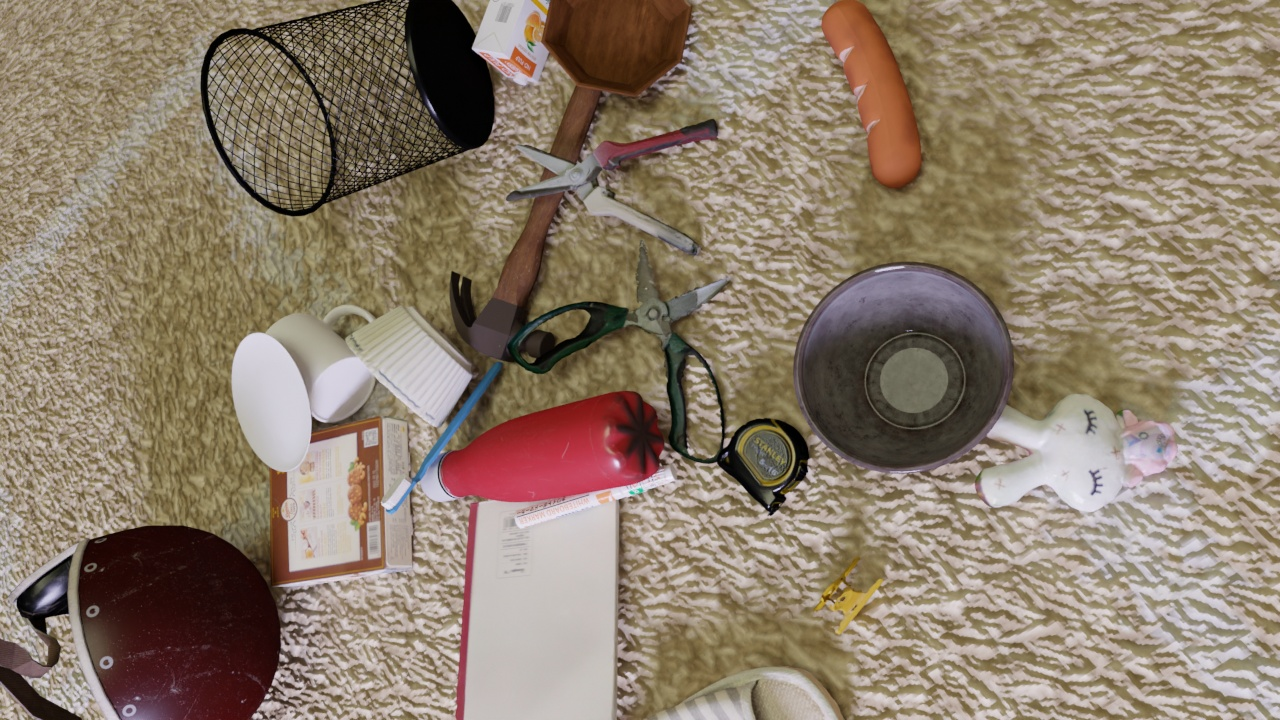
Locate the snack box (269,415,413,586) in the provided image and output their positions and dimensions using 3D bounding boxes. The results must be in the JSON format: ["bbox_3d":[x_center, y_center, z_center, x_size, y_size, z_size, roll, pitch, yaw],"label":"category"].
[{"bbox_3d":[-0.288,0.136,0.876,0.147,0.041,0.143,-13,74,24],"label":"snack box"}]

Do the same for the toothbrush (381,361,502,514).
[{"bbox_3d":[-0.173,0.063,0.809,0.016,0.014,0.166,-4,47,54],"label":"toothbrush"}]

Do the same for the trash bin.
[{"bbox_3d":[-0.266,-0.250,0.875,0.210,0.184,0.184,-9,75,19],"label":"trash bin"}]

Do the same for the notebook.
[{"bbox_3d":[-0.086,0.209,0.755,0.153,0.012,0.208,-12,63,25],"label":"notebook"}]

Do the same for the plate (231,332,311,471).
[{"bbox_3d":[-0.349,0.039,0.874,0.135,0.011,0.134,10,107,37],"label":"plate"}]

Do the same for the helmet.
[{"bbox_3d":[-0.463,0.259,0.823,0.253,0.234,0.233,-26,73,0],"label":"helmet"}]

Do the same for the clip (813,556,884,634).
[{"bbox_3d":[0.143,0.165,0.654,0.054,0.048,0.046,-53,21,9],"label":"clip"}]

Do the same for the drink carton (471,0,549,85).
[{"bbox_3d":[-0.110,-0.330,0.872,0.040,0.058,0.122,20,89,29],"label":"drink carton"}]

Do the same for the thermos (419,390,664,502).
[{"bbox_3d":[-0.094,0.082,0.766,0.240,0.073,0.073,-15,73,34],"label":"thermos"}]

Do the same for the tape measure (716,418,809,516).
[{"bbox_3d":[0.098,0.075,0.698,0.061,0.034,0.061,45,103,26],"label":"tape measure"}]

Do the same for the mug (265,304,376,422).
[{"bbox_3d":[-0.305,-0.007,0.903,0.090,0.074,0.110,34,75,28],"label":"mug"}]

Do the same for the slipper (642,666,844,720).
[{"bbox_3d":[0.028,0.319,0.675,0.273,0.054,0.114,-37,60,17],"label":"slipper"}]

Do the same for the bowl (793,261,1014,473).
[{"bbox_3d":[0.188,0.009,0.646,0.145,0.067,0.144,-6,77,26],"label":"bowl"}]

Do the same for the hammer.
[{"bbox_3d":[-0.084,-0.156,0.839,0.115,0.033,0.323,20,88,25],"label":"hammer"}]

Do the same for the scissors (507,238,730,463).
[{"bbox_3d":[-0.004,0.005,0.763,0.202,0.015,0.204,-24,73,13],"label":"scissors"}]

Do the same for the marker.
[{"bbox_3d":[-0.038,0.112,0.755,0.146,0.017,0.017,-20,71,20],"label":"marker"}]

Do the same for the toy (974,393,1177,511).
[{"bbox_3d":[0.284,0.059,0.605,0.123,0.038,0.079,-7,70,23],"label":"toy"}]

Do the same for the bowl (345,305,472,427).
[{"bbox_3d":[-0.201,-0.001,0.827,0.062,0.115,0.115,-46,63,-5],"label":"bowl"}]

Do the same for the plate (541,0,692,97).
[{"bbox_3d":[-0.021,-0.294,0.815,0.131,0.025,0.131,0,84,0],"label":"plate"}]

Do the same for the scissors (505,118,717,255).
[{"bbox_3d":[-0.015,-0.153,0.796,0.199,0.015,0.179,-31,75,7],"label":"scissors"}]

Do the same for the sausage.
[{"bbox_3d":[0.181,-0.210,0.711,0.045,0.039,0.164,-22,70,25],"label":"sausage"}]
